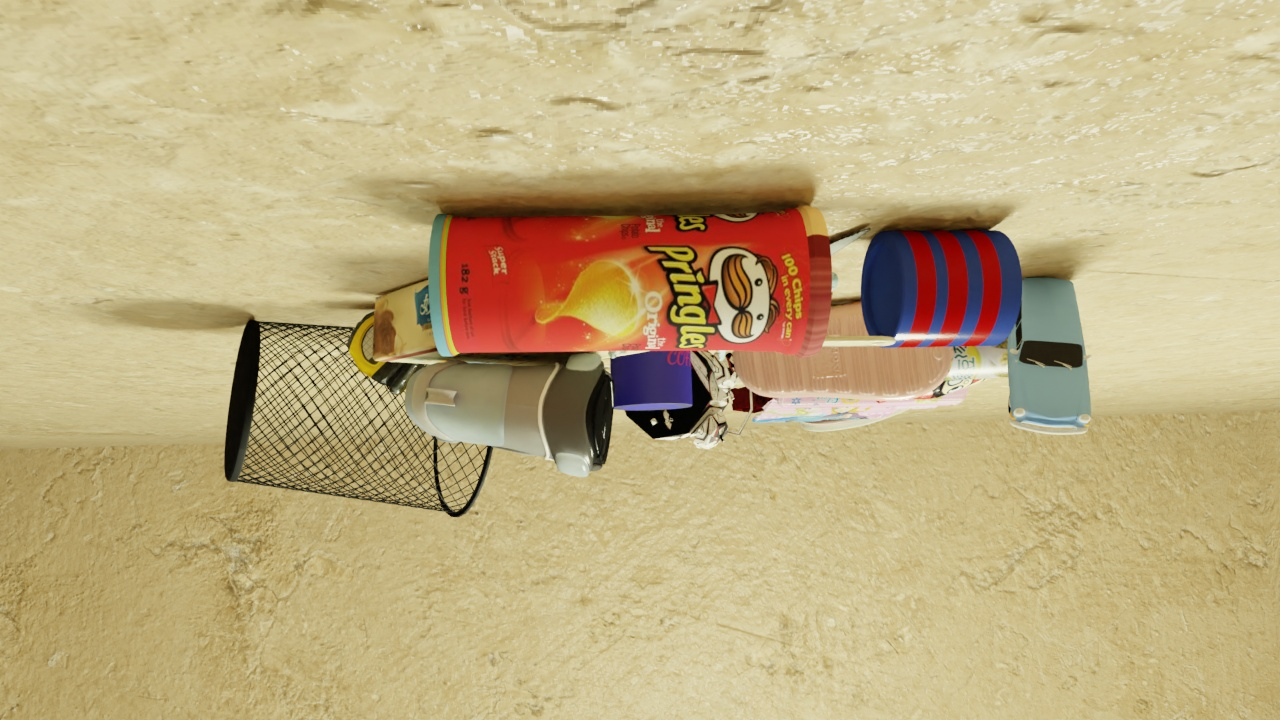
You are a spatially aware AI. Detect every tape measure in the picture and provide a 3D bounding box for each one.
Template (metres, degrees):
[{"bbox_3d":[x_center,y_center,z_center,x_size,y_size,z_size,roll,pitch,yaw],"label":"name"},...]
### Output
[{"bbox_3d":[-0.213,-0.013,0.784,0.064,0.065,0.037,36,175,0],"label":"tape measure"}]

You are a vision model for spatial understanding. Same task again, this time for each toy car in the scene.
[{"bbox_3d":[0.320,-0.009,0.722,0.056,0.153,0.055,5,138,15],"label":"toy car"},{"bbox_3d":[0.197,0.020,1.135,0.170,0.061,0.070,-17,166,28],"label":"toy car"}]

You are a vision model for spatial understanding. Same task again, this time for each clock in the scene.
[{"bbox_3d":[0.050,0.035,1.001,0.155,0.114,0.065,14,-178,32],"label":"clock"}]

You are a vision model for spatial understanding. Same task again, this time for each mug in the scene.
[{"bbox_3d":[0.189,-0.052,0.608,0.076,0.075,0.112,-1,-162,-6],"label":"mug"},{"bbox_3d":[-0.005,0.005,0.902,0.111,0.083,0.079,-4,172,19],"label":"mug"}]

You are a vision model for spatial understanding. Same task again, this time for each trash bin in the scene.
[{"bbox_3d":[-0.265,0.048,0.860,0.210,0.184,0.184,9,169,-28],"label":"trash bin"}]

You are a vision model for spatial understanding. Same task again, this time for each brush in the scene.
[{"bbox_3d":[0.049,-0.013,0.583,0.218,0.012,0.033,1,173,11],"label":"brush"}]

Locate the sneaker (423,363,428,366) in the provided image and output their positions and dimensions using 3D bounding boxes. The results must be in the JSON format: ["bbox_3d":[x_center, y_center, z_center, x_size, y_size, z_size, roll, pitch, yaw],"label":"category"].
[{"bbox_3d":[-0.184,0.035,1.073,0.089,0.087,0.236,4,171,-37],"label":"sneaker"}]

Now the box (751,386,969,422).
[{"bbox_3d":[0.252,0.035,1.039,0.230,0.061,0.161,-1,137,-12],"label":"box"}]

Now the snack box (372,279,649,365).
[{"bbox_3d":[-0.089,-0.031,0.710,0.153,0.055,0.208,5,170,-44],"label":"snack box"}]

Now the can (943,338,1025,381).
[{"bbox_3d":[0.332,-0.015,0.896,0.121,0.067,0.067,-4,172,15],"label":"can"}]

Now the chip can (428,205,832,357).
[{"bbox_3d":[-0.006,-0.044,0.523,0.213,0.087,0.087,-1,173,-2],"label":"chip can"}]

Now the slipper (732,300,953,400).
[{"bbox_3d":[0.187,-0.014,0.856,0.197,0.093,0.081,-2,-167,17],"label":"slipper"}]

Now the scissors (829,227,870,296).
[{"bbox_3d":[0.115,-0.062,0.682,0.175,0.016,0.226,2,170,-26],"label":"scissors"}]

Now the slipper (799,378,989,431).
[{"bbox_3d":[0.329,0.027,1.173,0.274,0.054,0.114,-18,-169,-4],"label":"slipper"}]

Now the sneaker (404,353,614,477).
[{"bbox_3d":[-0.103,0.041,0.763,0.160,0.093,0.257,6,174,-1],"label":"sneaker"}]

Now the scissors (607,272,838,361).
[{"bbox_3d":[0.059,-0.032,0.646,0.173,0.021,0.171,-23,160,-1],"label":"scissors"}]

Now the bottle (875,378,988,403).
[{"bbox_3d":[0.310,0.009,0.967,0.137,0.062,0.062,-21,172,1],"label":"bottle"}]
